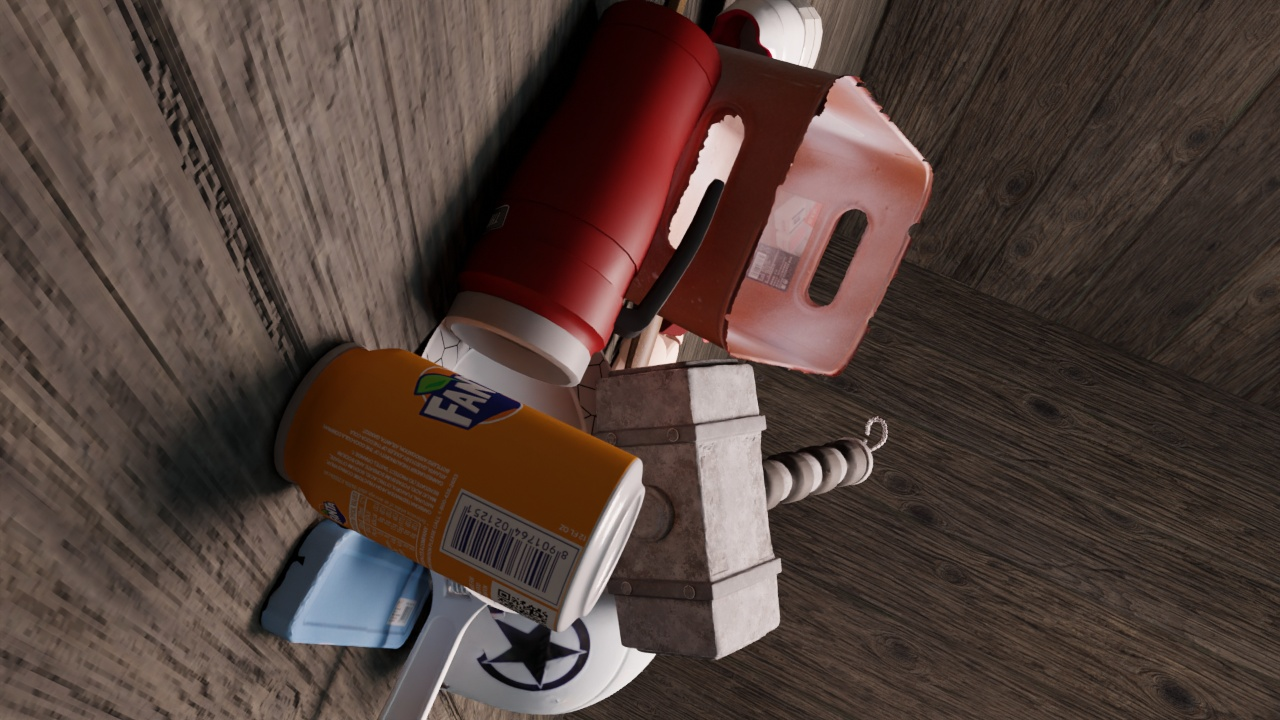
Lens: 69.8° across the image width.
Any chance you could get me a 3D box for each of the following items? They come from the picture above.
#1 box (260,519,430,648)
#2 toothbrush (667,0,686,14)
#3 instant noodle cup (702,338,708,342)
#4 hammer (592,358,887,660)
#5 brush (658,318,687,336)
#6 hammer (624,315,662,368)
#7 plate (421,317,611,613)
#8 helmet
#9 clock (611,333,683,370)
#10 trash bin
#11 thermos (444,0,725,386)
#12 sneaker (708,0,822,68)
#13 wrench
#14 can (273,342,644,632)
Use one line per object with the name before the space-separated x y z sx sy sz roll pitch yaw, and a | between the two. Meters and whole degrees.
box | -0.143 0.106 0.536 0.125 0.021 0.209 -62 171 -16
toothbrush | 0.009 -0.197 0.652 0.167 0.016 0.016 -70 169 22
instant noodle cup | 0.087 -0.117 1.086 0.178 0.078 0.179 -56 166 -21
hammer | 0.101 0.087 0.665 0.325 0.080 0.177 -3 86 -52
brush | 0.069 -0.086 0.948 0.174 0.041 0.082 -38 -132 54
hammer | -0.006 0.005 0.932 0.115 0.033 0.323 17 89 -46
plate | -0.068 0.050 0.537 0.188 0.016 0.188 18 67 -52
helmet | -0.042 0.137 0.688 0.236 0.164 0.264 -55 161 -74
clock | 0.006 0.031 1.049 0.130 0.086 0.161 -45 151 -67
trash bin | 0.080 -0.106 0.662 0.259 0.157 0.182 7 108 -60
thermos | -0.017 -0.085 0.498 0.198 0.108 0.084 -66 -172 -15
sneaker | 0.064 -0.201 0.795 0.104 0.090 0.237 -26 152 -44
wrench | -0.140 0.207 0.571 0.273 0.066 0.018 -64 172 6
can | -0.074 0.051 0.391 0.079 0.142 0.079 25 89 -81
